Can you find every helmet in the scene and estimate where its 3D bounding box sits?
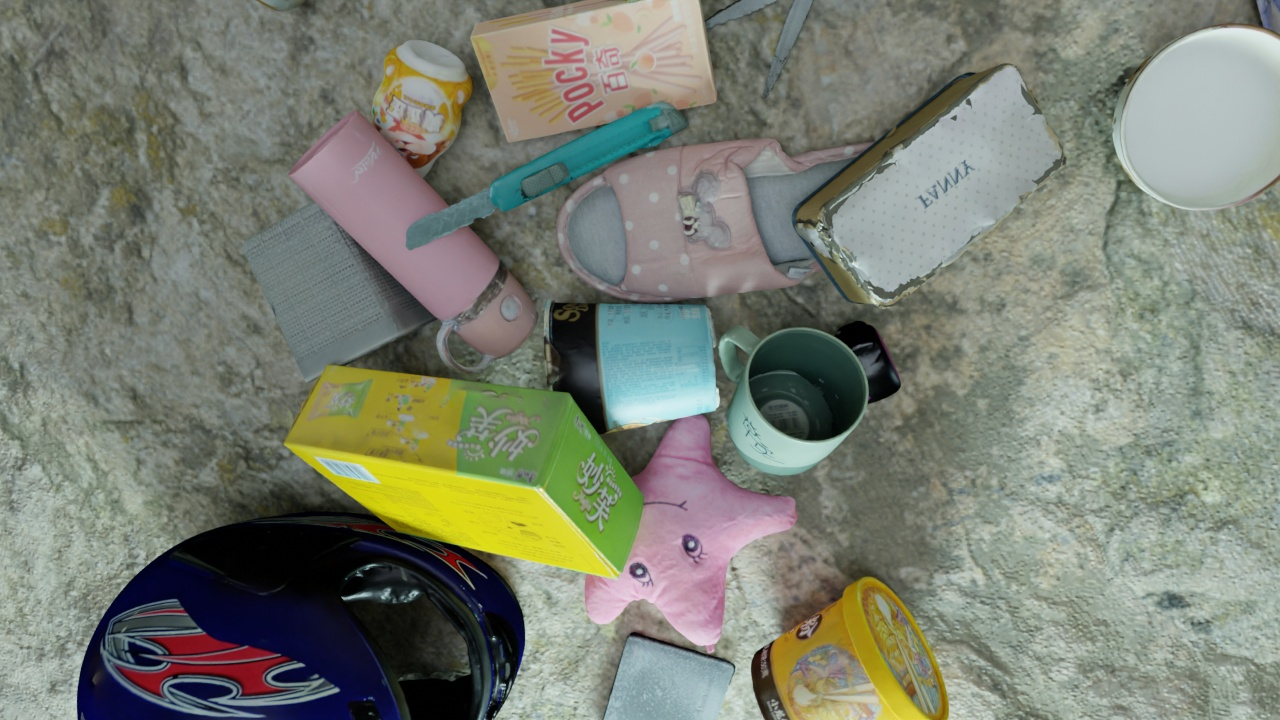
[{"bbox_3d":[-0.265,0.254,0.711,0.315,0.240,0.247,5,108,6],"label":"helmet"}]

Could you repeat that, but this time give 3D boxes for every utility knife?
[{"bbox_3d":[-0.065,-0.128,0.635,0.216,0.013,0.029,-27,117,-5],"label":"utility knife"}]

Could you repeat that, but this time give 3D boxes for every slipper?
[{"bbox_3d":[0.073,-0.101,0.658,0.274,0.054,0.114,-5,104,7],"label":"slipper"}]

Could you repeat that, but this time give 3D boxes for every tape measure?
[{"bbox_3d":[0.163,0.004,0.673,0.039,0.057,0.058,-25,112,11],"label":"tape measure"}]

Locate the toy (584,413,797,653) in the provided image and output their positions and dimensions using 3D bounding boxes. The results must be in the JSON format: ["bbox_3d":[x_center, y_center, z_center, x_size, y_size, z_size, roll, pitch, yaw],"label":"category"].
[{"bbox_3d":[0.029,0.141,0.719,0.195,0.074,0.178,-25,87,15],"label":"toy"}]

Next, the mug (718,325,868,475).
[{"bbox_3d":[0.098,0.024,0.659,0.082,0.106,0.112,-42,77,-15],"label":"mug"}]

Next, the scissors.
[{"bbox_3d":[0.119,-0.270,0.627,0.181,0.014,0.159,-9,104,11],"label":"scissors"}]

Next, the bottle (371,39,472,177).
[{"bbox_3d":[-0.165,-0.173,0.669,0.063,0.063,0.109,28,122,-1],"label":"bottle"}]

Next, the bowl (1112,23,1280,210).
[{"bbox_3d":[0.364,-0.157,0.599,0.113,0.062,0.113,2,105,8],"label":"bowl"}]

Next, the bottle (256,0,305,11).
[{"bbox_3d":[-0.214,-0.330,0.627,0.068,0.068,0.190,44,106,-5],"label":"bottle"}]

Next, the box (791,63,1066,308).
[{"bbox_3d":[0.195,-0.119,0.609,0.184,0.060,0.090,-37,102,-6],"label":"box"}]

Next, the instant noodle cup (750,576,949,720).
[{"bbox_3d":[0.159,0.247,0.717,0.115,0.118,0.118,-36,98,24],"label":"instant noodle cup"}]

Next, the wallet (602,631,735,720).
[{"bbox_3d":[0.021,0.300,0.799,0.097,0.019,0.121,16,106,1],"label":"wallet"}]

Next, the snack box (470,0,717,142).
[{"bbox_3d":[-0.030,-0.207,0.639,0.157,0.026,0.084,-9,133,10],"label":"snack box"}]

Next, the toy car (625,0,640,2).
[{"bbox_3d":[0.017,-0.258,0.580,0.091,0.036,0.043,-4,132,14],"label":"toy car"}]

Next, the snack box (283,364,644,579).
[{"bbox_3d":[-0.120,0.080,0.658,0.210,0.069,0.158,5,149,25],"label":"snack box"}]

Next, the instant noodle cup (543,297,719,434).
[{"bbox_3d":[-0.004,0.004,0.678,0.120,0.111,0.111,-5,105,2],"label":"instant noodle cup"}]

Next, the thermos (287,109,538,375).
[{"bbox_3d":[-0.161,-0.076,0.659,0.067,0.087,0.198,0,138,51],"label":"thermos"}]

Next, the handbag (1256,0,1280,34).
[{"bbox_3d":[0.448,-0.267,0.549,0.134,0.075,0.194,-21,102,13],"label":"handbag"}]

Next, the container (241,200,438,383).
[{"bbox_3d":[-0.228,-0.058,0.697,0.090,0.090,0.114,-25,97,13],"label":"container"}]
